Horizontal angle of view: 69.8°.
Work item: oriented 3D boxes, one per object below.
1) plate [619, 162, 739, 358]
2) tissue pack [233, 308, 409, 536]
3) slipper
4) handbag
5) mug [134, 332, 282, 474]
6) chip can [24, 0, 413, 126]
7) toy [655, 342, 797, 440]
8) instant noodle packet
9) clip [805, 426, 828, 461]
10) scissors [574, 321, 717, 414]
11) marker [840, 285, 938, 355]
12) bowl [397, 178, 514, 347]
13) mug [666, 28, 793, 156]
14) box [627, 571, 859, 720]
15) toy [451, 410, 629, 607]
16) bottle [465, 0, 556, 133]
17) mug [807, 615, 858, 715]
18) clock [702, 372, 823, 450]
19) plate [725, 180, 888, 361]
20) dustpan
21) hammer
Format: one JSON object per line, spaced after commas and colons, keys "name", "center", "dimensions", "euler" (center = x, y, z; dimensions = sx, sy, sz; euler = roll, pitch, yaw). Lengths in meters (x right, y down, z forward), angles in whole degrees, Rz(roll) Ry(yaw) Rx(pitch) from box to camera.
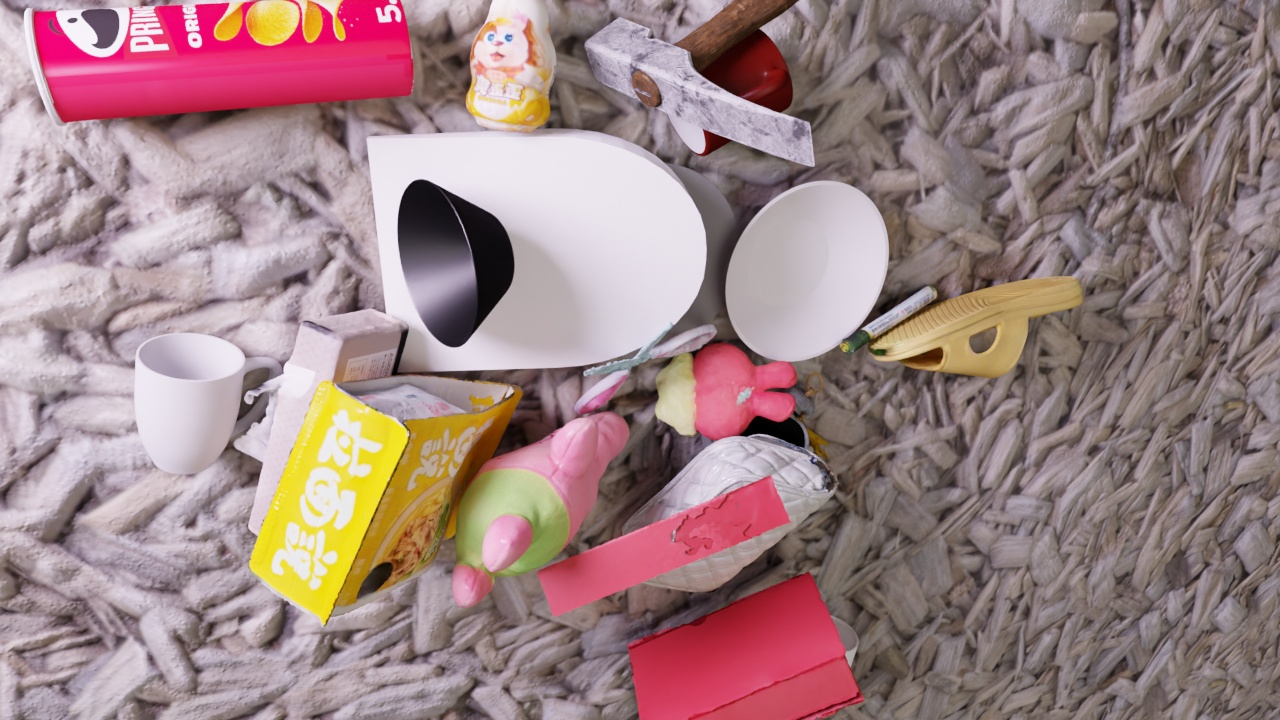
{"name": "plate", "center": [0.006, -0.086, 0.812], "dimensions": [0.178, 0.012, 0.179], "euler": [-10, 117, -20]}
{"name": "tissue pack", "center": [-0.252, 0.048, 0.714], "dimensions": [0.182, 0.071, 0.103], "euler": [-67, 165, 18]}
{"name": "slipper", "center": [0.346, -0.025, 0.941], "dimensions": [0.263, 0.099, 0.078], "euler": [-18, 103, -22]}
{"name": "handbag", "center": [0.078, 0.147, 0.877], "dimensions": [0.138, 0.072, 0.195], "euler": [18, 132, -31]}
{"name": "mug", "center": [-0.324, 0.033, 0.693], "dimensions": [0.107, 0.071, 0.090], "euler": [-13, 128, -48]}
{"name": "chip can", "center": [-0.266, -0.200, 0.602], "dimensions": [0.220, 0.069, 0.069], "euler": [-11, 117, -20]}
{"name": "toy", "center": [0.079, 0.029, 0.855], "dimensions": [0.135, 0.045, 0.091], "euler": [-6, 89, 8]}
{"name": "instant noodle packet", "center": [-0.178, 0.097, 0.733], "dimensions": [0.163, 0.084, 0.221], "euler": [-66, 160, 11]}
{"name": "clip", "center": [0.177, 0.092, 0.959], "dimensions": [0.048, 0.046, 0.054], "euler": [-21, 137, 40]}
{"name": "scissors", "center": [0.006, -0.001, 0.795], "dimensions": [0.175, 0.013, 0.171], "euler": [-23, 165, -31]}
{"name": "marker", "center": [0.251, -0.042, 0.917], "dimensions": [0.146, 0.017, 0.017], "euler": [-29, 124, -32]}
{"name": "bowl", "center": [-0.129, -0.076, 0.682], "dimensions": [0.052, 0.124, 0.124], "euler": [-18, 120, -35]}
{"name": "mug", "center": [0.074, -0.213, 0.728], "dimensions": [0.082, 0.106, 0.073], "euler": [-31, 114, -8]}
{"name": "box", "center": [0.126, 0.364, 1.017], "dimensions": [0.213, 0.148, 0.375], "euler": [-23, 147, 2]}
{"name": "toy", "center": [-0.080, 0.106, 0.778], "dimensions": [0.097, 0.236, 0.193], "euler": [47, 132, 0]}
{"name": "bottle", "center": [-0.092, -0.225, 0.672], "dimensions": [0.063, 0.063, 0.109], "euler": [0, 112, -25]}
{"name": "mug", "center": [0.189, 0.350, 1.073], "dimensions": [0.110, 0.073, 0.091], "euler": [11, 110, -1]}
{"name": "clock", "center": [0.125, 0.067, 0.907], "dimensions": [0.104, 0.056, 0.148], "euler": [37, 107, -27]}
{"name": "plate", "center": [0.150, -0.086, 0.863], "dimensions": [0.173, 0.036, 0.174], "euler": [-10, 117, -20]}
{"name": "dustpan", "center": [-0.078, -0.092, 0.753], "dimensions": [0.257, 0.053, 0.192], "euler": [-2, 115, -5]}
{"name": "hammer", "center": [0.134, -0.272, 0.692], "dimensions": [0.300, 0.218, 0.037], "euler": [-41, 142, -17]}
